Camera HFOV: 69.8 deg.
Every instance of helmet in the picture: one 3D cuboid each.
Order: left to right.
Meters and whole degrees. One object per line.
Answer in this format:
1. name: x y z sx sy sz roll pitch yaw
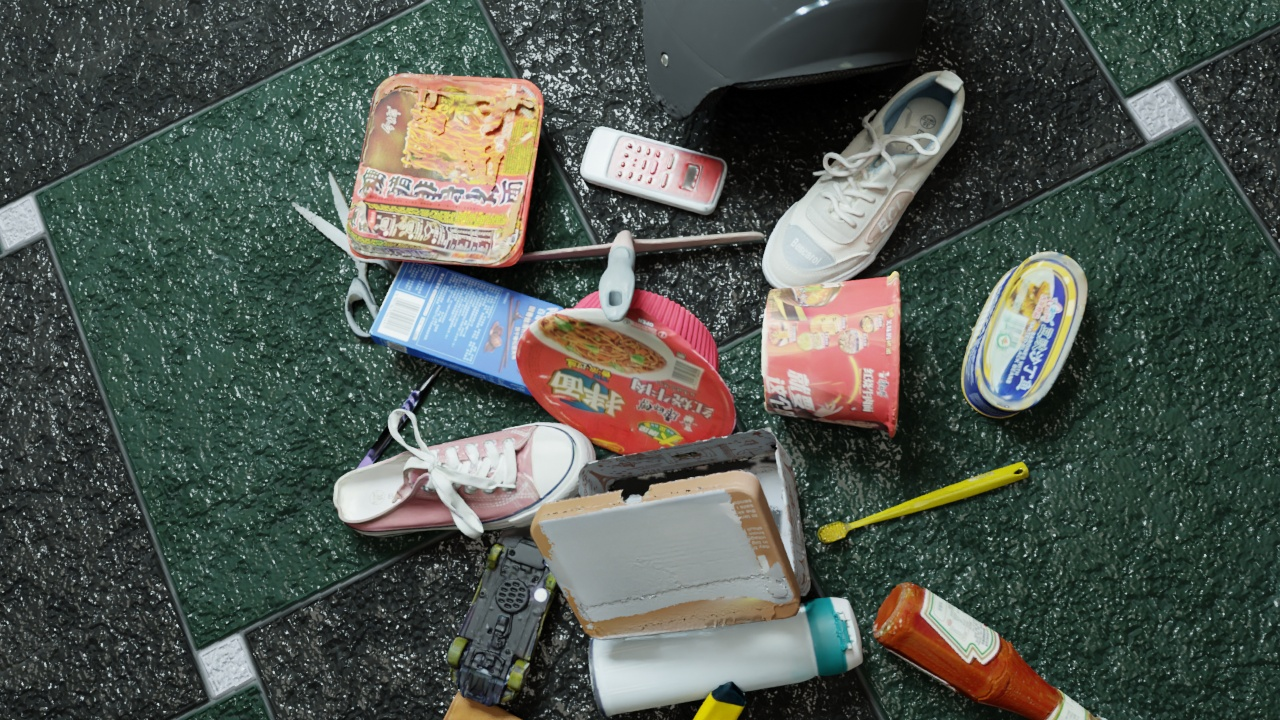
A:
1. helmet: 0.118 -0.331 0.767 0.233 0.231 0.274 -13 46 -21

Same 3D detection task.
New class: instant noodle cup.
1. instant noodle cup: -0.174 -0.170 0.851 0.164 0.079 0.188 6 77 6
2. instant noodle cup: -0.005 0.005 0.779 0.194 0.194 0.065 18 54 8
3. instant noodle cup: 0.162 -0.004 0.776 0.109 0.138 0.137 1 81 13

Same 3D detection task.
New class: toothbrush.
1. toothbrush: -0.222 0.049 0.859 0.014 0.017 0.189 36 88 10
2. toothbrush: 0.246 0.125 0.802 0.190 0.016 0.015 -19 81 2

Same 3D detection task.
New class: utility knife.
1. utility knife: 0.045 0.328 0.762 0.033 0.015 0.165 19 111 -11

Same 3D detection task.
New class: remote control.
1. remote control: 0.012 -0.180 0.869 0.136 0.020 0.056 17 84 7

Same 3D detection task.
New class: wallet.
1. wallet: -0.127 0.369 0.795 0.131 0.035 0.119 25 79 9

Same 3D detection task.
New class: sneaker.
1. sneaker: -0.161 0.102 0.799 0.241 0.088 0.118 -11 68 7
2. sneaker: 0.203 -0.156 0.812 0.089 0.091 0.242 41 88 11

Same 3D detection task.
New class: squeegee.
1. squeegee: -0.013 -0.080 0.746 0.248 0.249 0.040 -4 108 4

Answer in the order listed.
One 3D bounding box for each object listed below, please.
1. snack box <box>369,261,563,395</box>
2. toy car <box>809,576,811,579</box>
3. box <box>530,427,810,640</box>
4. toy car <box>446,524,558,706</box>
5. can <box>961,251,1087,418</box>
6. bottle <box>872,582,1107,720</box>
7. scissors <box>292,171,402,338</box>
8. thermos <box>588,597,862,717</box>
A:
1. snack box: -0.158 -0.032 0.843 0.157 0.026 0.084 19 71 2
2. toy car: 0.101 0.192 0.791 0.091 0.043 0.036 -12 74 5
3. box: 0.024 0.133 0.712 0.183 0.181 0.153 -13 65 16
4. toy car: -0.114 0.222 0.807 0.070 0.042 0.158 18 73 9
5. can: 0.334 -0.022 0.800 0.074 0.049 0.148 25 84 8
6. bottle: 0.293 0.260 0.757 0.206 0.060 0.059 32 85 6
7. scissors: -0.270 -0.101 0.887 0.159 0.014 0.175 4 81 6
8. thermos: 0.073 0.247 0.773 0.224 0.073 0.073 -12 80 5
